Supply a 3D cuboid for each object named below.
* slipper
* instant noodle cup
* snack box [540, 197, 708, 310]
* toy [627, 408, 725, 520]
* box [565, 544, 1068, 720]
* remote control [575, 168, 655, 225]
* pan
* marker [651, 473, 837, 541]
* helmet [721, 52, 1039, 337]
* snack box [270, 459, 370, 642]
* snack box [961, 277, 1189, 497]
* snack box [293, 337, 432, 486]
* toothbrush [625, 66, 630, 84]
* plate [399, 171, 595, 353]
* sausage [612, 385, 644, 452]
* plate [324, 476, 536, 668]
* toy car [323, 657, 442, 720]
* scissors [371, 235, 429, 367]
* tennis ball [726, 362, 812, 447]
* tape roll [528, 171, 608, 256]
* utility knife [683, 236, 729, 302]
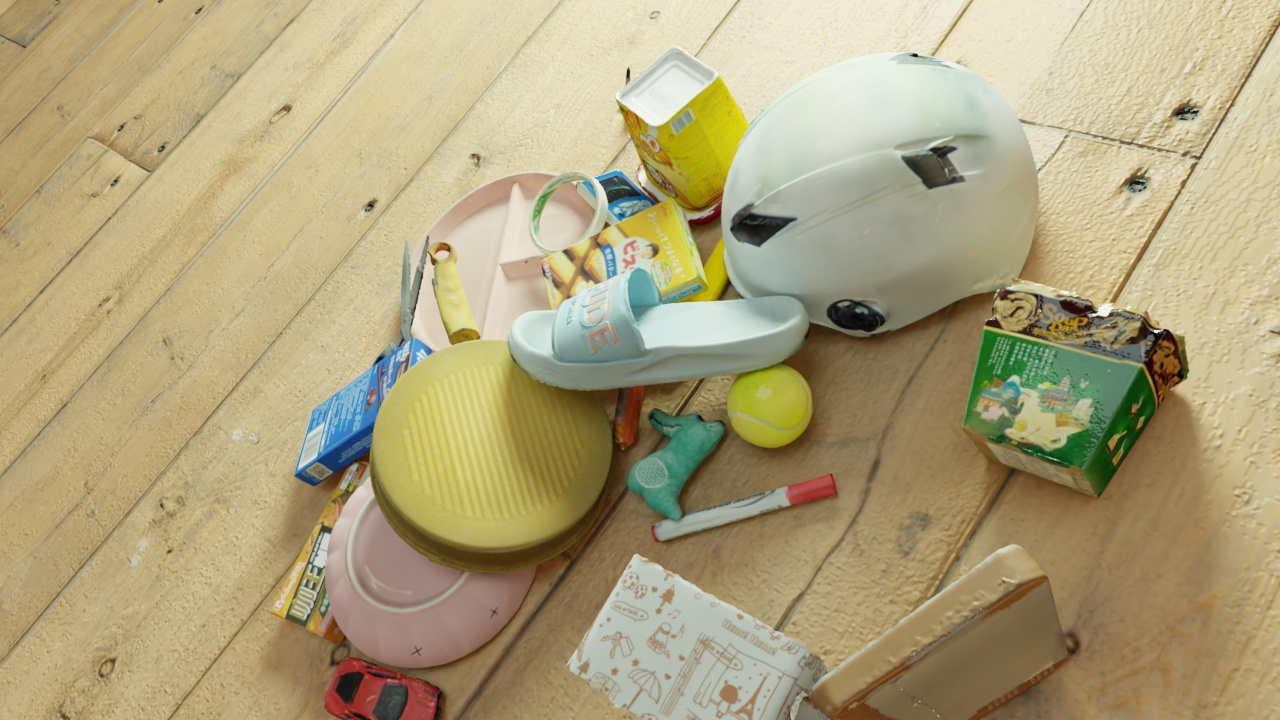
[{"bbox_3d":[0.007,-0.031,0.718,0.246,0.074,0.103,-4,27,15],"label":"slipper"},{"bbox_3d":[0.045,-0.210,0.849,0.116,0.124,0.116,-41,51,-2],"label":"instant noodle cup"},{"bbox_3d":[-0.017,-0.076,0.815,0.141,0.033,0.086,-22,63,16],"label":"snack box"},{"bbox_3d":[0.026,0.076,0.738,0.091,0.030,0.096,-46,44,-13],"label":"toy"},{"bbox_3d":[0.106,0.188,0.529,0.270,0.179,0.136,-11,56,21],"label":"box"},{"bbox_3d":[-0.010,-0.141,0.882,0.049,0.024,0.125,-23,54,-26],"label":"remote control"},{"bbox_3d":[-0.144,0.015,0.797,0.197,0.078,0.357,-10,60,-16],"label":"pan"},{"bbox_3d":[0.077,0.113,0.695,0.145,0.017,0.017,-18,54,15],"label":"marker"},{"bbox_3d":[0.175,-0.147,0.724,0.259,0.146,0.228,-7,57,19],"label":"helmet"},{"bbox_3d":[-0.263,0.167,0.823,0.075,0.026,0.153,10,65,32],"label":"snack box"},{"bbox_3d":[0.276,0.024,0.605,0.118,0.117,0.105,22,83,38],"label":"snack box"},{"bbox_3d":[-0.261,0.049,0.863,0.157,0.026,0.084,-31,39,26],"label":"snack box"},{"bbox_3d":[-0.010,-0.265,0.903,0.017,0.189,0.014,7,95,-2],"label":"toothbrush"},{"bbox_3d":[-0.141,-0.094,0.929,0.230,0.028,0.229,-12,56,19],"label":"plate"},{"bbox_3d":[-0.005,0.005,0.801,0.021,0.021,0.164,-5,58,24],"label":"sausage"},{"bbox_3d":[-0.180,0.153,0.762,0.192,0.039,0.192,-7,60,11],"label":"plate"},{"bbox_3d":[-0.205,0.269,0.727,0.106,0.031,0.049,8,65,28],"label":"toy car"},{"bbox_3d":[-0.229,-0.033,0.907,0.164,0.014,0.164,-50,55,15],"label":"scissors"},{"bbox_3d":[0.099,0.034,0.703,0.066,0.065,0.065,-13,55,19],"label":"tennis ball"},{"bbox_3d":[-0.070,-0.140,0.881,0.086,0.014,0.085,-10,71,30],"label":"tape roll"},{"bbox_3d":[0.074,-0.082,0.822,0.033,0.015,0.223,22,71,27],"label":"utility knife"}]
